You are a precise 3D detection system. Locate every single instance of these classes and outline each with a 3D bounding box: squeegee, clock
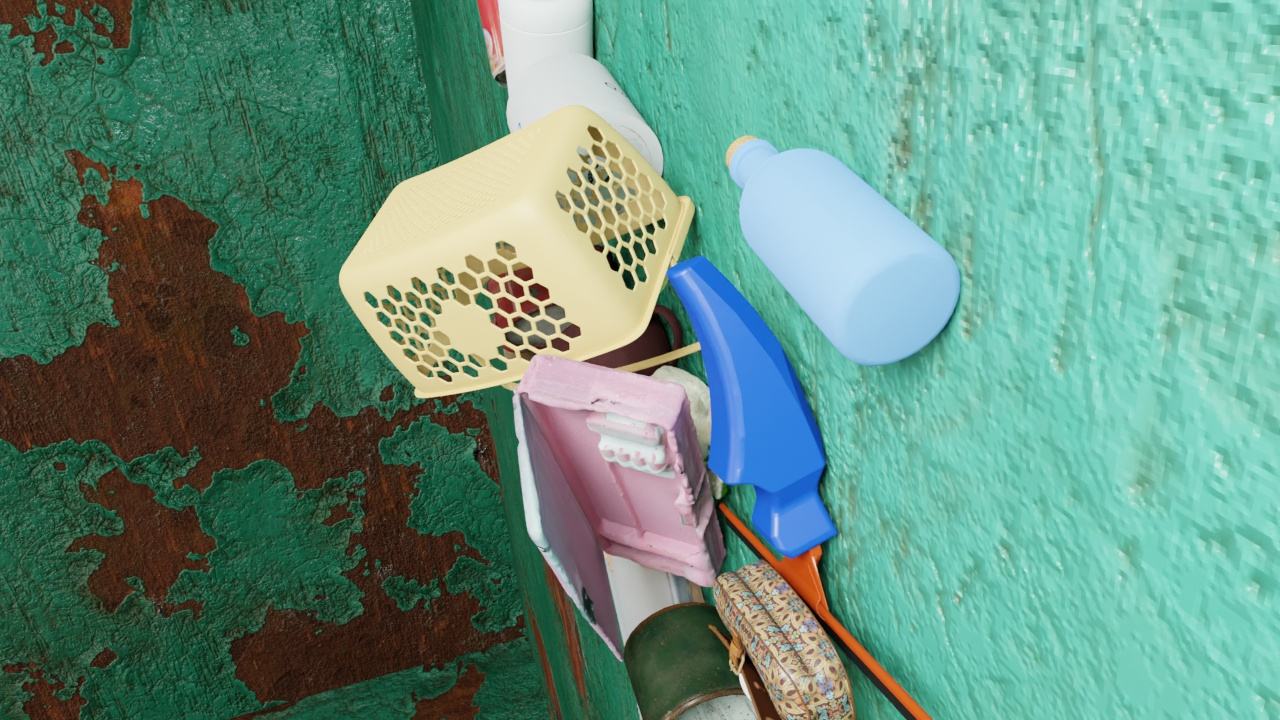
[{"bbox_3d":[0.058,0.037,0.441,0.185,0.055,0.249,65,172,-15],"label":"squeegee"},{"bbox_3d":[-0.077,-0.051,0.789,0.157,0.109,0.062,128,128,-65],"label":"clock"}]

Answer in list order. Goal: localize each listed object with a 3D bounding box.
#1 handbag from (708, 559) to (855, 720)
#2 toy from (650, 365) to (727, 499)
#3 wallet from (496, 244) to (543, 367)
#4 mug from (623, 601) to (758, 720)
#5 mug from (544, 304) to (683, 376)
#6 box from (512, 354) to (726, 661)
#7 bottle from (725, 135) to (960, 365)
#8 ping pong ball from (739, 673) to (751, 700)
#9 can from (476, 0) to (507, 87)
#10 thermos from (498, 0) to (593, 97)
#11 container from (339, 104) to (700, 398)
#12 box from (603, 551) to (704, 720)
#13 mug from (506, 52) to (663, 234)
[{"bbox_3d":[0.081,0.195,0.466,0.093,0.043,0.196,48,160,60],"label":"handbag"},{"bbox_3d":[0.021,0.042,0.598,0.112,0.050,0.087,27,139,33],"label":"toy"},{"bbox_3d":[-0.091,-0.056,0.875,0.027,0.098,0.121,180,78,-75],"label":"wallet"},{"bbox_3d":[0.042,0.232,0.646,0.111,0.085,0.081,58,-177,-39],"label":"mug"},{"bbox_3d":[-0.004,0.004,0.653,0.114,0.086,0.088,-38,81,45],"label":"mug"},{"bbox_3d":[-0.016,0.106,0.544,0.233,0.099,0.106,75,-148,-56],"label":"box"},{"bbox_3d":[0.066,-0.053,0.352,0.131,0.048,0.048,-119,21,-50],"label":"bottle"},{"bbox_3d":[0.077,0.179,0.525,0.040,0.040,0.040,167,91,-77],"label":"ping pong ball"},{"bbox_3d":[-0.106,-0.305,0.786,0.067,0.066,0.124,-177,75,-76],"label":"can"},{"bbox_3d":[-0.082,-0.202,0.752,0.101,0.068,0.230,39,147,29],"label":"thermos"},{"bbox_3d":[-0.062,-0.041,0.558,0.167,0.184,0.129,50,-138,-34],"label":"container"},{"bbox_3d":[0.033,0.243,0.768,0.115,0.095,0.217,-16,85,46],"label":"box"},{"bbox_3d":[-0.032,-0.138,0.632,0.119,0.083,0.096,53,-173,-43],"label":"mug"}]
